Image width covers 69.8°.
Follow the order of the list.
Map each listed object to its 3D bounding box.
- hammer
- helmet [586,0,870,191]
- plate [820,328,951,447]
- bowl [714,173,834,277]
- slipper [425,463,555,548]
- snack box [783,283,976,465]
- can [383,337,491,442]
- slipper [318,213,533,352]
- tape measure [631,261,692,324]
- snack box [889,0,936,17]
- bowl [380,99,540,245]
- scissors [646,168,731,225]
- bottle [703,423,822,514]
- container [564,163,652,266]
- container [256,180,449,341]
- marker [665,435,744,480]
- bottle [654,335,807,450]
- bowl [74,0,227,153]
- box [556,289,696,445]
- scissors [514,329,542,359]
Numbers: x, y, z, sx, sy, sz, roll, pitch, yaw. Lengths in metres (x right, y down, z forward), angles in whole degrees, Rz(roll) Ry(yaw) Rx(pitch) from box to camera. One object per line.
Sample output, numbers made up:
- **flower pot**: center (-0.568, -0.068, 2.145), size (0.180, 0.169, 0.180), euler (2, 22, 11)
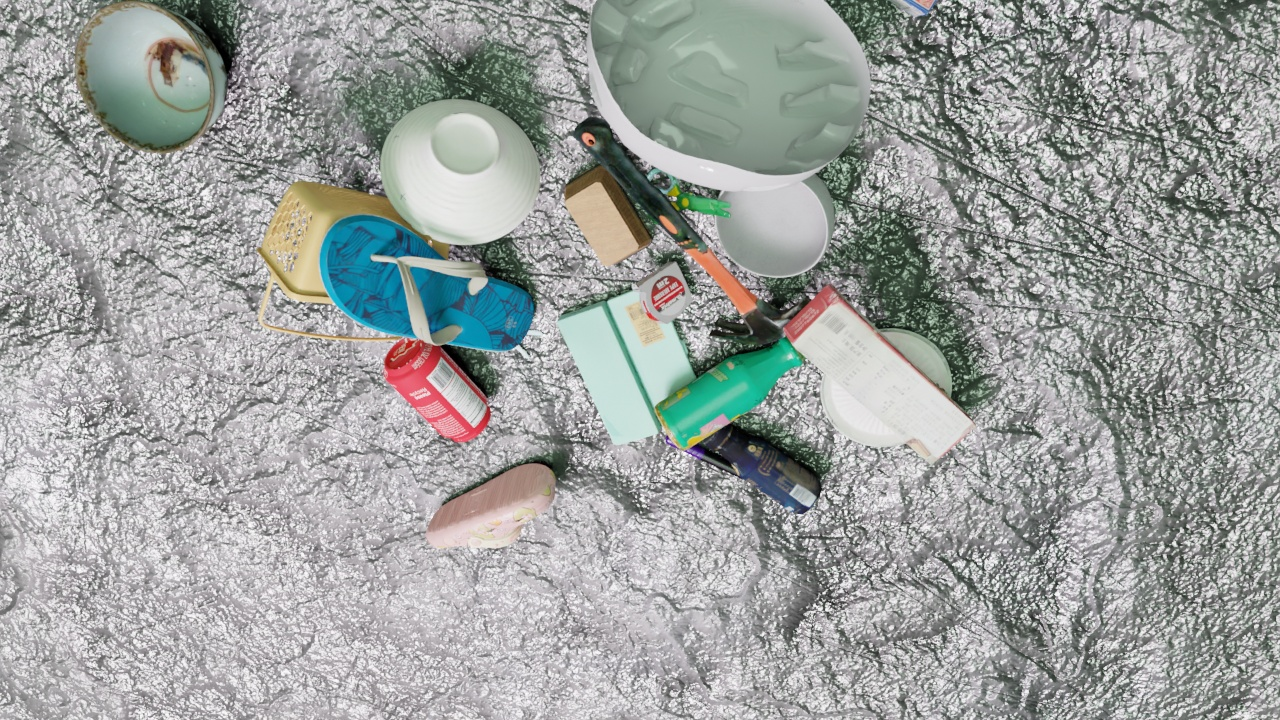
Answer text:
- **hammer**: center (0.049, -0.142, 1.031), size (0.333, 0.033, 0.133), euler (46, 141, -17)
- **helmet**: center (0.088, -0.282, 0.922), size (0.282, 0.184, 0.224), euler (17, 77, 15)
- **plate**: center (0.300, 0.033, 1.125), size (0.157, 0.014, 0.157), euler (2, 112, 5)
- **bowl**: center (0.154, -0.165, 1.030), size (0.132, 0.064, 0.132), euler (14, 129, 18)
- **slipper**: center (-0.189, 0.210, 1.214), size (0.197, 0.093, 0.081), euler (-24, 117, 15)
- **snack box**: center (0.279, 0.020, 1.054), size (0.273, 0.044, 0.077), euler (37, 106, -27)
- **can**: center (-0.250, 0.035, 1.135), size (0.074, 0.074, 0.142), euler (-24, 131, 14)
- **slipper**: center (-0.224, -0.068, 1.027), size (0.294, 0.060, 0.118), euler (21, 99, -47)
- **tape measure**: center (0.027, -0.079, 1.095), size (0.060, 0.020, 0.062), euler (-36, 110, -21)
- **snack box**: center (0.208, -0.433, 0.932), size (0.226, 0.059, 0.059), euler (31, 107, -5)
- **bowl**: center (-0.193, -0.221, 1.001), size (0.177, 0.071, 0.177), euler (3, 76, -13)
- **scissors**: center (0.053, -0.186, 1.035), size (0.131, 0.014, 0.070), euler (11, 113, 41)
- **bottle**: center (0.153, 0.132, 1.158), size (0.161, 0.056, 0.056), euler (35, 111, -7)
- **container**: center (-0.041, -0.164, 1.062), size (0.063, 0.061, 0.114), euler (-28, 106, 16)
- **container**: center (-0.329, -0.100, 1.046), size (0.129, 0.183, 0.167), euler (39, 114, 39)
- **marker**: center (0.094, 0.126, 1.185), size (0.134, 0.015, 0.018), euler (26, 103, -4)
- **bottle**: center (0.120, 0.028, 1.110), size (0.210, 0.068, 0.068), euler (-33, 104, 7)
- **bowl**: center (-0.536, -0.322, 1.040), size (0.160, 0.093, 0.160), euler (2, 111, 5)
- **box**: center (-0.007, 0.007, 1.146), size (0.136, 0.033, 0.187), euler (-19, 109, 19)
- **scissors**: center (-0.191, -0.035, 1.158), size (0.133, 0.015, 0.104), euler (41, 106, -14)
